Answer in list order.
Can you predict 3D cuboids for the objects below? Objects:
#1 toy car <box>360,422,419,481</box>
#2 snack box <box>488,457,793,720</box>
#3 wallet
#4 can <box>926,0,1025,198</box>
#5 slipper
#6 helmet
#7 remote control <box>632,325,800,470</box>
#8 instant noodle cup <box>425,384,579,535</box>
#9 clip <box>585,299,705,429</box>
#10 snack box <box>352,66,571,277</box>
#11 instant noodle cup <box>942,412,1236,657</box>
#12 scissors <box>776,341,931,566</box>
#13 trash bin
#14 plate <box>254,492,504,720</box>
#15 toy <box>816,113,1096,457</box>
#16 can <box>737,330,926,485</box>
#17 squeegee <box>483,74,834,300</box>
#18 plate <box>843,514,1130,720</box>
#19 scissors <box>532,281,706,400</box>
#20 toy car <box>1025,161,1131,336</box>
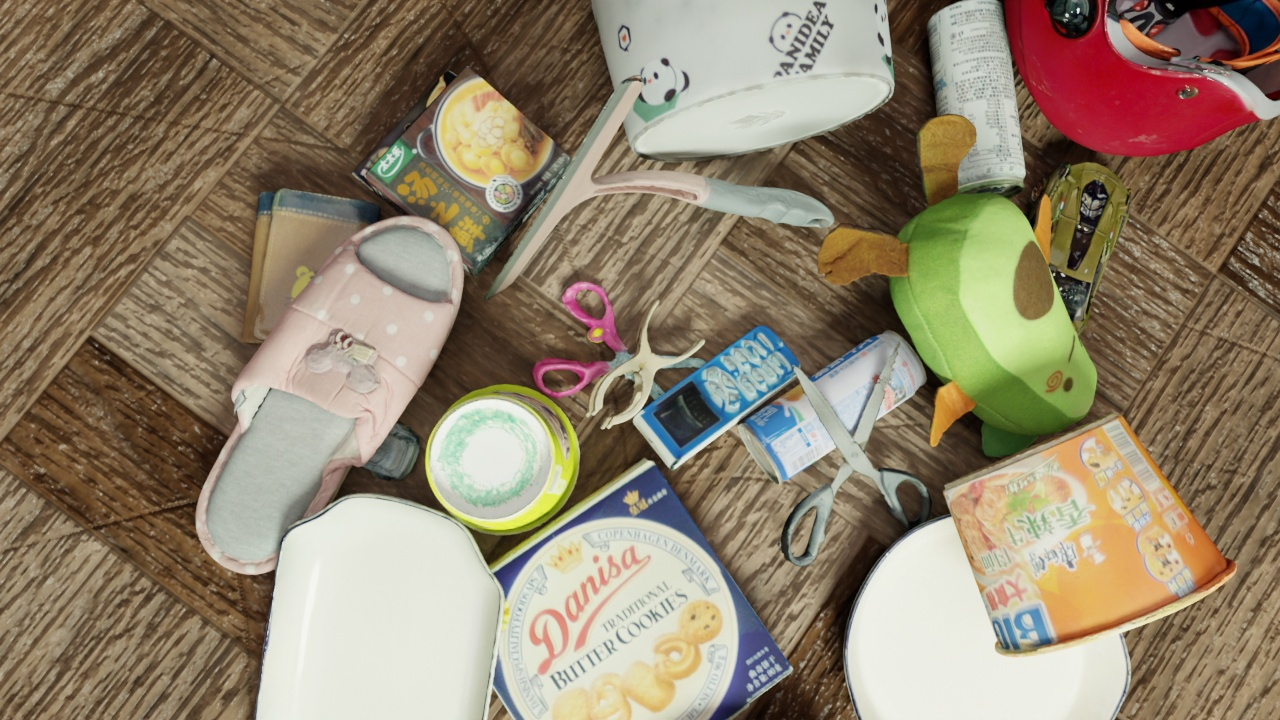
[{"bbox_3d":[-0.206,0.056,0.664,0.090,0.034,0.043,23,86,1],"label":"toy car"},{"bbox_3d":[-0.018,0.194,0.652,0.178,0.046,0.182,-34,87,-7],"label":"snack box"},{"bbox_3d":[-0.244,-0.065,0.677,0.090,0.033,0.115,7,87,-3],"label":"wallet"},{"bbox_3d":[0.257,-0.198,0.705,0.058,0.058,0.146,-4,84,-4],"label":"can"},{"bbox_3d":[-0.215,0.020,0.624,0.114,0.054,0.274,31,87,8],"label":"slipper"},{"bbox_3d":[0.351,-0.252,0.670,0.206,0.144,0.240,-34,87,-29],"label":"helmet"},{"bbox_3d":[0.058,0.026,0.679,0.124,0.024,0.049,-35,71,-11],"label":"remote control"},{"bbox_3d":[-0.097,0.066,0.622,0.111,0.123,0.111,0,83,-4],"label":"instant noodle cup"},{"bbox_3d":[0.000,0.008,0.671,0.070,0.035,0.099,39,76,-6],"label":"clip"},{"bbox_3d":[-0.135,-0.146,0.685,0.125,0.053,0.113,40,83,-4],"label":"snack box"},{"bbox_3d":[0.275,0.108,0.589,0.151,0.151,0.111,-22,77,-6],"label":"instant noodle cup"},{"bbox_3d":[0.148,0.071,0.654,0.159,0.014,0.178,-42,113,-5],"label":"scissors"},{"bbox_3d":[0.060,-0.285,0.630,0.229,0.229,0.252,-11,90,-5],"label":"trash bin"},{"bbox_3d":[-0.173,0.215,0.613,0.162,0.034,0.266,12,98,11],"label":"plate"},{"bbox_3d":[0.236,-0.038,0.630,0.246,0.090,0.226,45,68,-22],"label":"toy"},{"bbox_3d":[0.141,0.033,0.675,0.134,0.053,0.053,-33,86,-6],"label":"can"},{"bbox_3d":[0.038,-0.116,0.656,0.249,0.248,0.040,-2,66,-30],"label":"squeegee"},{"bbox_3d":[0.244,0.211,0.666,0.205,0.045,0.204,0,84,-2],"label":"plate"},{"bbox_3d":[-0.020,0.005,0.689,0.133,0.017,0.118,45,80,-1],"label":"scissors"},{"bbox_3d":[0.325,-0.077,0.706,0.070,0.042,0.158,22,85,0],"label":"toy car"}]
